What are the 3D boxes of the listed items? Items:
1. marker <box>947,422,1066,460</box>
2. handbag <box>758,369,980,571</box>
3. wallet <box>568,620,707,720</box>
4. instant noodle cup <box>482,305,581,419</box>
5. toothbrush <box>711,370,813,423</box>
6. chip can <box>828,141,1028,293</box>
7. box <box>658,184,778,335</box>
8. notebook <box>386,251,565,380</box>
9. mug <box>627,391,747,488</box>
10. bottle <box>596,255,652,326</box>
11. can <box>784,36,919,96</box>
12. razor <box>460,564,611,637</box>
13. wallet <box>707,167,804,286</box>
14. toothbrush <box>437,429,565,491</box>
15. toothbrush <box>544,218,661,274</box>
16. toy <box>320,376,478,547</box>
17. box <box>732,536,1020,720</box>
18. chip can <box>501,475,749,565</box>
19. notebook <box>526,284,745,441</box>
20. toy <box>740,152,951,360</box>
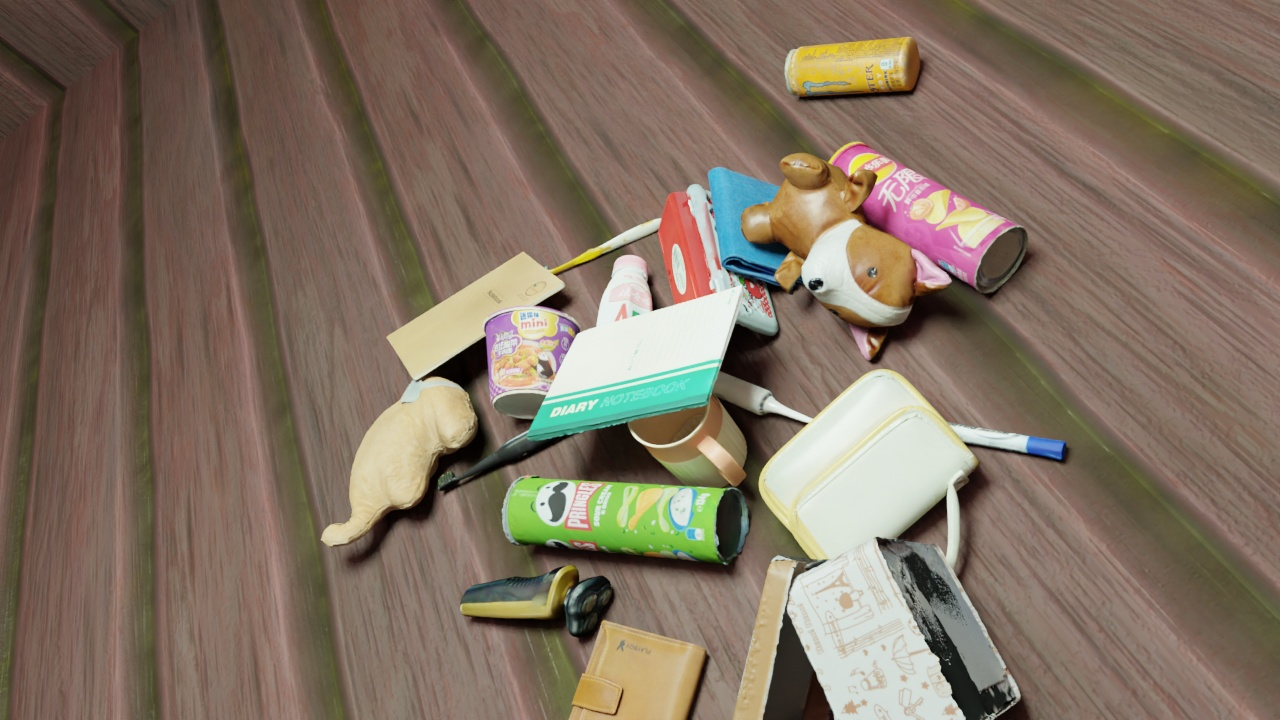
[{"bbox_3d":[0.288,0.065,0.793,0.146,0.017,0.016,9,64,35],"label":"marker"},{"bbox_3d":[0.205,0.115,0.773,0.163,0.063,0.178,-43,54,8],"label":"handbag"},{"bbox_3d":[-0.014,0.303,0.804,0.119,0.035,0.130,7,63,27],"label":"wallet"},{"bbox_3d":[-0.122,0.006,1.022,0.112,0.111,0.099,-13,61,23],"label":"instant noodle cup"},{"bbox_3d":[0.102,0.034,0.919,0.221,0.026,0.026,23,93,39],"label":"toothbrush"},{"bbox_3d":[0.274,-0.145,0.908,0.071,0.071,0.210,-44,48,-3],"label":"chip can"},{"bbox_3d":[0.089,-0.101,0.999,0.099,0.096,0.201,-1,52,-13],"label":"box"},{"bbox_3d":[-0.205,-0.059,1.122,0.207,0.008,0.148,-34,32,-11],"label":"notebook"},{"bbox_3d":[0.056,0.076,0.863,0.081,0.106,0.114,-46,48,-5],"label":"mug"},{"bbox_3d":[-0.018,-0.031,1.009,0.068,0.068,0.196,-13,51,23],"label":"bottle"},{"bbox_3d":[0.245,-0.340,1.066,0.146,0.058,0.058,7,63,34],"label":"can"},{"bbox_3d":[-0.107,0.236,0.894,0.168,0.062,0.067,-11,85,31],"label":"razor"},{"bbox_3d":[0.127,-0.143,0.982,0.040,0.106,0.132,-49,36,46],"label":"wallet"},{"bbox_3d":[-0.137,0.096,1.019,0.213,0.026,0.027,-27,55,13],"label":"toothbrush"},{"bbox_3d":[-0.055,-0.137,1.136,0.192,0.016,0.018,-22,42,17],"label":"toothbrush"},{"bbox_3d":[-0.280,0.117,1.053,0.226,0.082,0.143,-50,33,-4],"label":"toy"},{"bbox_3d":[0.143,0.212,0.655,0.169,0.181,0.150,-35,63,21],"label":"box"},{"bbox_3d":[-0.018,0.151,0.880,0.236,0.072,0.072,-1,59,29],"label":"chip can"},{"bbox_3d":[-0.005,0.005,0.879,0.210,0.012,0.150,-14,38,35],"label":"notebook"},{"bbox_3d":[0.190,-0.105,0.878,0.130,0.140,0.199,-24,70,-38],"label":"toy"}]
